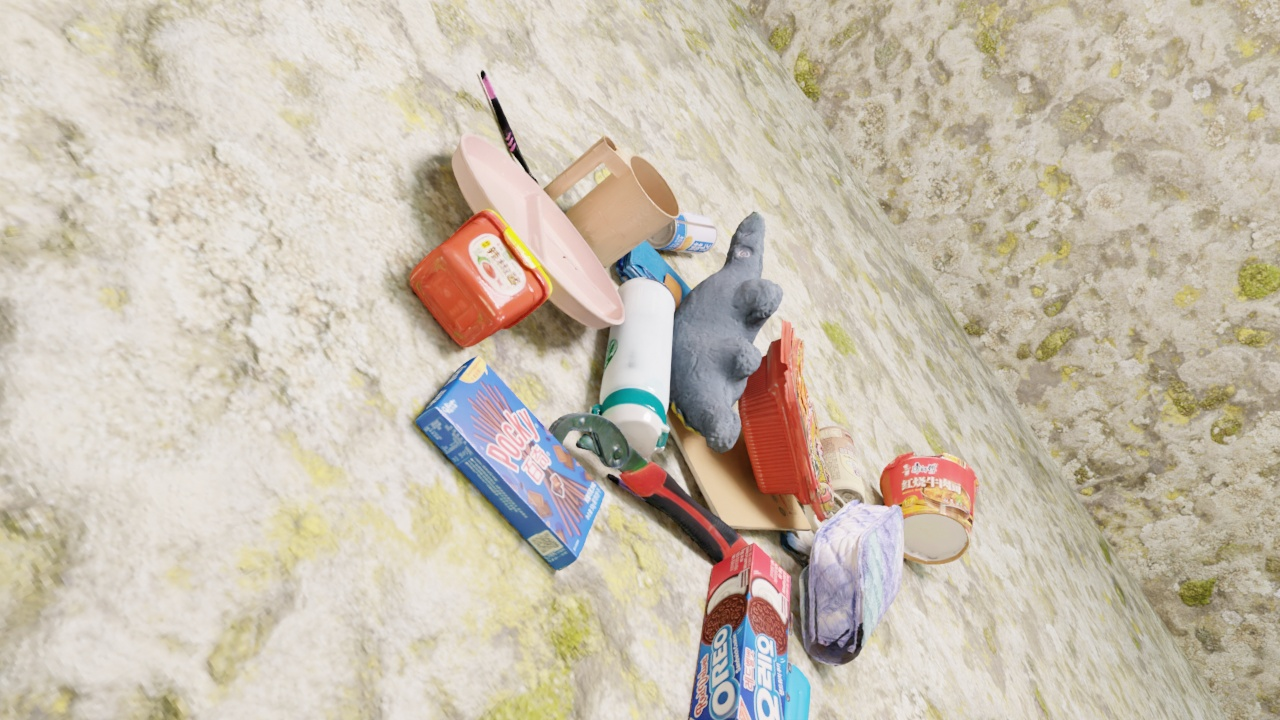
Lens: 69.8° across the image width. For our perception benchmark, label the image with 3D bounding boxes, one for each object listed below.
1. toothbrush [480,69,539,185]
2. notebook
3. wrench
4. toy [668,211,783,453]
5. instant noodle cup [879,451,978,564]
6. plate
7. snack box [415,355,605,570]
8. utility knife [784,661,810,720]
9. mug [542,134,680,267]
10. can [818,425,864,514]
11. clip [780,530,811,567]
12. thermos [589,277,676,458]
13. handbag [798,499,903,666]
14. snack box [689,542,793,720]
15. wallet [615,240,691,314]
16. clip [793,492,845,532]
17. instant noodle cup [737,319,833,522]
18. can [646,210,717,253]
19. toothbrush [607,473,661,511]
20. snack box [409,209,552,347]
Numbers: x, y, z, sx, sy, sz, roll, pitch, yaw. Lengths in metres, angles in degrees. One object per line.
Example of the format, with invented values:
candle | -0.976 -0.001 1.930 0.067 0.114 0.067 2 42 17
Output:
toothbrush | -0.147 -0.249 1.007 0.017 0.014 0.189 -1 59 -46
notebook | 0.107 0.120 1.001 0.207 0.008 0.147 16 41 -54
wrench | 0.019 0.123 0.824 0.273 0.016 0.056 39 74 -33
toy | 0.082 -0.023 0.980 0.091 0.138 0.355 33 46 -17
instant noodle cup | 0.406 0.213 1.290 0.138 0.138 0.108 45 36 -21
plate | -0.097 -0.119 0.872 0.229 0.028 0.229 49 13 -16
snack box | -0.094 0.076 0.700 0.157 0.026 0.084 49 27 -13
utility knife | 0.126 0.339 0.781 0.034 0.018 0.198 38 29 -8
mug | -0.035 -0.173 1.005 0.124 0.104 0.084 37 31 -33
can | 0.252 0.141 1.181 0.058 0.059 0.116 42 29 -26
clip | 0.179 0.211 1.021 0.057 0.031 0.025 42 25 -17
thermos | -0.005 0.005 0.895 0.073 0.073 0.223 43 29 -25
handbag | 0.230 0.231 0.990 0.193 0.076 0.134 -9 99 -61
snack box | 0.088 0.249 0.778 0.058 0.057 0.207 45 28 -15
wallet | 0.026 -0.087 1.088 0.133 0.040 0.106 44 24 -21
clip | 0.209 0.178 1.095 0.103 0.035 0.092 30 34 -34
instant noodle cup | 0.156 0.066 1.005 0.164 0.079 0.189 -73 150 -64
can | 0.053 -0.170 1.209 0.134 0.053 0.053 -6 65 -61
toothbrush | 0.037 0.145 0.860 0.189 0.017 0.014 35 22 -33
snack box | -0.133 -0.062 0.745 0.091 0.082 0.079 52 40 -6
